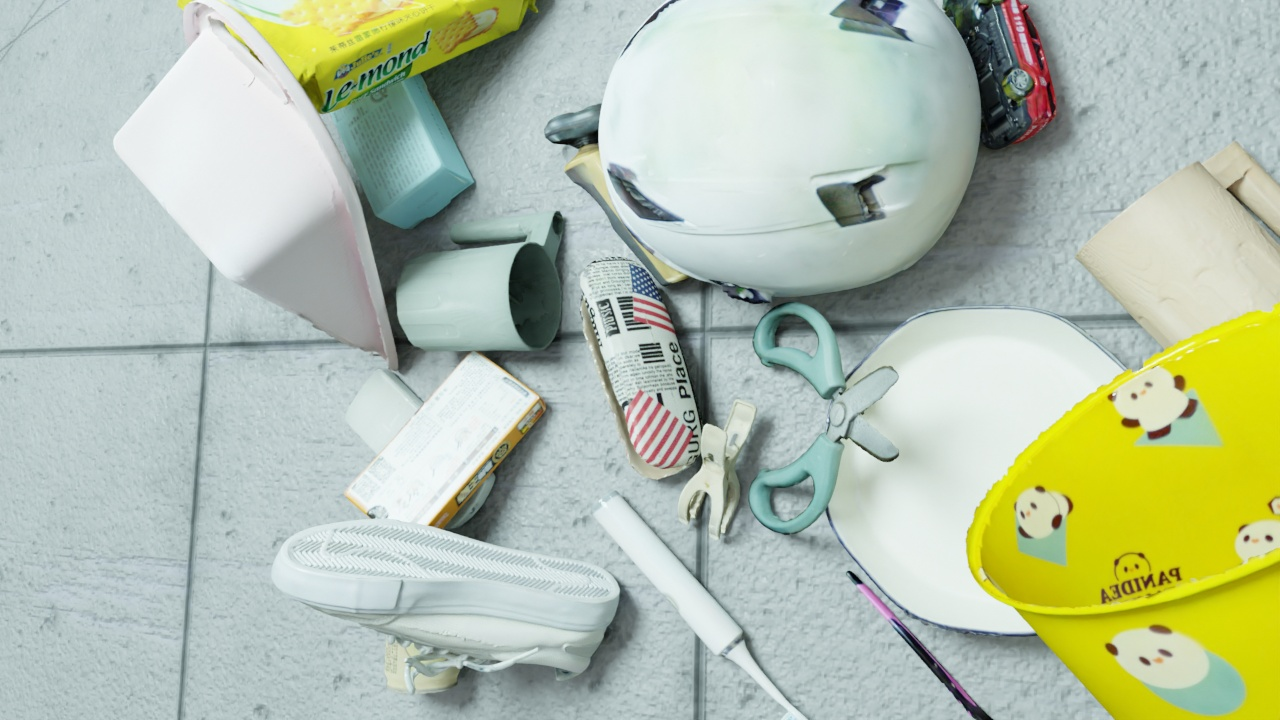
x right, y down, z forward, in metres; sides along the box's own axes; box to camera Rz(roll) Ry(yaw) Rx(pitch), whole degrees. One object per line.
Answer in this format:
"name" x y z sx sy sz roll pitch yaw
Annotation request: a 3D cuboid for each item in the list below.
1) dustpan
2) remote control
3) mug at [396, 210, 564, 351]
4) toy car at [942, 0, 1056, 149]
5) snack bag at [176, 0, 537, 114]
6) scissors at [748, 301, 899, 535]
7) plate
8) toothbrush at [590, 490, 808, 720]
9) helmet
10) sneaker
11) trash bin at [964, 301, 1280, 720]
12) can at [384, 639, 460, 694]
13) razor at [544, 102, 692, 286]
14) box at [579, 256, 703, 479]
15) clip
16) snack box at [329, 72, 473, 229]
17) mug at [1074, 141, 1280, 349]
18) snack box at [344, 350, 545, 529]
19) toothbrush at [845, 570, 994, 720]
"dustpan" -0.264 -0.133 0.705 0.222 0.273 0.139 43 90 16
"remote control" -0.184 0.072 0.762 0.150 0.021 0.058 41 100 21
"mug" -0.122 -0.064 0.729 0.103 0.084 0.123 -2 57 23
"toy car" 0.236 -0.200 0.604 0.045 0.053 0.120 -12 82 -20
"snack bag" -0.216 -0.287 0.732 0.245 0.068 0.158 -34 67 -28
"scissors" 0.109 0.026 0.615 0.171 0.019 0.181 125 142 -48
"plate" 0.220 0.068 0.586 0.205 0.045 0.204 -2 84 23
"toothbrush" 0.044 0.180 0.655 0.026 0.027 0.221 -41 70 -10
"helmet" 0.084 -0.150 0.581 0.259 0.145 0.229 6 94 12
"sneaker" -0.138 0.178 0.648 0.091 0.242 0.089 -70 22 13
"trash bin" 0.324 0.132 0.421 0.230 0.229 0.255 -37 93 14
"can" -0.170 0.197 0.723 0.059 0.058 0.116 -1 84 22
"razor" -0.009 -0.126 0.696 0.167 0.062 0.068 57 135 12
"box" -0.003 0.002 0.661 0.076 0.087 0.163 -20 75 11
"clip" 0.055 0.077 0.650 0.034 0.066 0.099 23 116 24
"snack box" -0.216 -0.205 0.789 0.074 0.051 0.174 -33 72 17
"mug" 0.341 -0.060 0.539 0.124 0.084 0.103 -32 73 -12
"snack box" -0.151 0.069 0.716 0.075 0.026 0.153 34 74 23
"toothbrush" 0.200 0.211 0.596 0.189 0.014 0.018 47 114 20
